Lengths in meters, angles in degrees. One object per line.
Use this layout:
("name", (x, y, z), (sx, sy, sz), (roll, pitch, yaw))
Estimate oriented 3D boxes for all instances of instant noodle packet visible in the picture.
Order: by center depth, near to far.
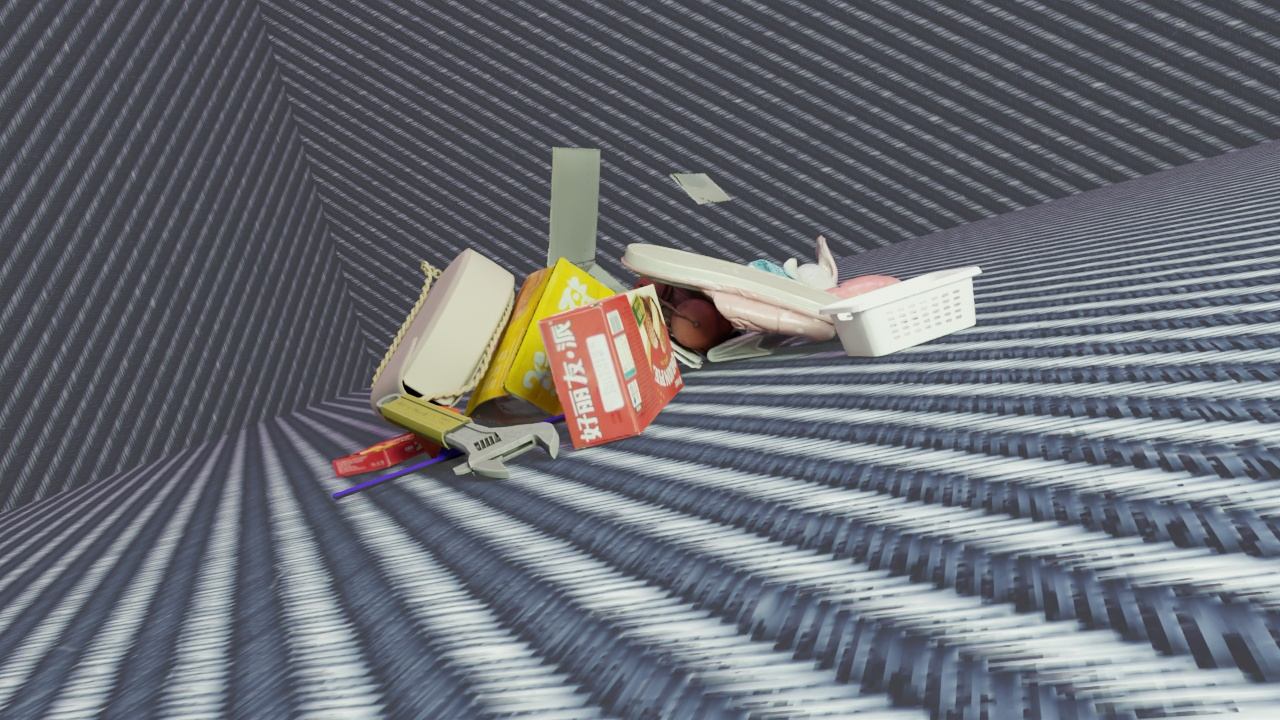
("instant noodle packet", (-0.134, -0.011, 1.057), (0.084, 0.162, 0.222), (28, -19, -23))

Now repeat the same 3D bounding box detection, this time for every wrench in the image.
("wrench", (-0.169, 0.060, 0.824), (0.083, 0.018, 0.274), (-31, 27, -31))

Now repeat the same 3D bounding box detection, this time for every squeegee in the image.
("squeegee", (-0.199, 0.072, 0.918), (0.249, 0.055, 0.185), (-19, 6, -25))

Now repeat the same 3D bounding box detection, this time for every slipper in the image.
("slipper", (0.110, -0.065, 0.968), (0.274, 0.054, 0.114), (16, 17, 3))

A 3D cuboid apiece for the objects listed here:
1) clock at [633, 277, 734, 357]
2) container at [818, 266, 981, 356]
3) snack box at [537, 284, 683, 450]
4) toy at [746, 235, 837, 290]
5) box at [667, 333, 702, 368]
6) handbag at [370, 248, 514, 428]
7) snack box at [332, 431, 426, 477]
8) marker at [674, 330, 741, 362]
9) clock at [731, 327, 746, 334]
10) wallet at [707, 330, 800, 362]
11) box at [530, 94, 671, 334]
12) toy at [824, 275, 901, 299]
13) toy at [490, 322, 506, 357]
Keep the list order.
("clock", (0.056, -0.062, 1.092), (0.072, 0.120, 0.157), (-55, -25, 6))
("container", (0.235, -0.041, 0.819), (0.129, 0.049, 0.081), (-17, 5, -14))
("snack box", (-0.019, -0.003, 0.847), (0.060, 0.113, 0.236), (-16, 5, 14))
("toy", (0.194, -0.088, 1.131), (0.106, 0.131, 0.205), (28, 17, 34))
("box", (0.001, -0.001, 1.079), (0.124, 0.137, 0.108), (-57, -1, 9))
("handbag", (-0.236, -0.029, 1.070), (0.211, 0.103, 0.208), (-23, 39, 59))
("snack box", (-0.268, 0.098, 1.042), (0.089, 0.021, 0.132), (-14, 5, 33))
("marker", (0.081, -0.017, 1.189), (0.126, 0.025, 0.025), (-12, 6, 38))
("clock", (0.096, -0.048, 1.240), (0.104, 0.056, 0.148), (-14, -2, 0))
("wallet", (0.136, -0.026, 1.075), (0.086, 0.032, 0.116), (-14, 5, 30))
("box", (-0.073, -0.159, 1.254), (0.150, 0.369, 0.166), (-11, 7, 21))
("toy", (0.248, -0.068, 1.066), (0.109, 0.051, 0.090), (-18, 4, -20))
("toy", (-0.133, -0.016, 1.292), (0.187, 0.128, 0.265), (-17, -2, 31))
